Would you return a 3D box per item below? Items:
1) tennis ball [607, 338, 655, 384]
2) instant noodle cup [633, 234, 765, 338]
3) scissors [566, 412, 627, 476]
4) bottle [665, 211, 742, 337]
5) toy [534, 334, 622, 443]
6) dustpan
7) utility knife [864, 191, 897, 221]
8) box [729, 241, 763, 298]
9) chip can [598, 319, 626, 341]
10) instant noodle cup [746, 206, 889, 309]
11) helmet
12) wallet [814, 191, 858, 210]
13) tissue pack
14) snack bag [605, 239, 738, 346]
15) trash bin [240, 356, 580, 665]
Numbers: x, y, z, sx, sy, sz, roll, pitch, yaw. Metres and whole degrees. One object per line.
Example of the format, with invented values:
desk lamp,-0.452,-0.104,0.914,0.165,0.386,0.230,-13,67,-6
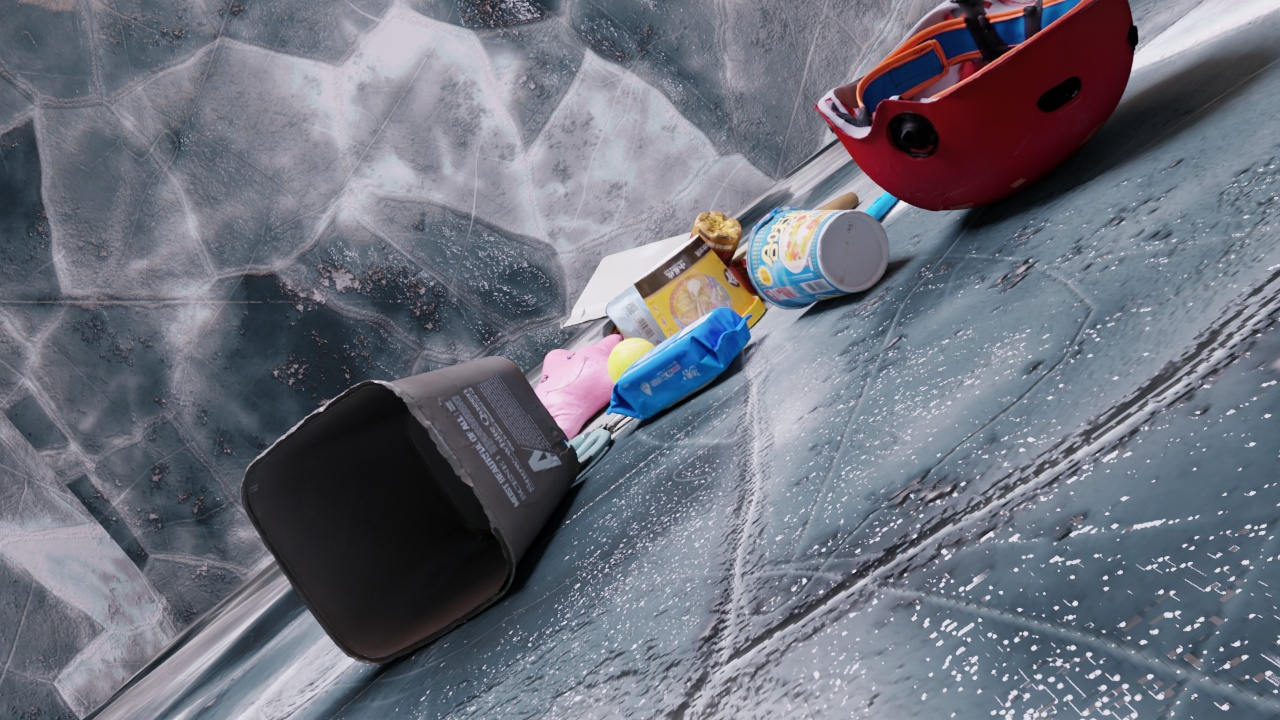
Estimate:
tennis ball,-0.006,0.006,1.080,0.065,0.065,0.065,-37,7,5
instant noodle cup,0.062,-0.070,1.038,0.118,0.114,0.118,-37,6,4
scissors,-0.072,0.102,0.975,0.170,0.019,0.179,-35,6,12
bottle,0.072,-0.095,1.123,0.057,0.057,0.175,-45,-21,-49
toy,-0.094,0.036,1.196,0.194,0.074,0.178,-37,35,-5
dustpan,0.028,-0.089,1.398,0.223,0.143,0.257,-14,32,19
utility knife,0.295,-0.193,1.092,0.034,0.018,0.178,-31,8,46
box,0.159,-0.129,1.098,0.091,0.077,0.168,-38,7,-2
chip can,-0.005,-0.036,1.336,0.071,0.071,0.215,-39,8,-12
instant noodle cup,0.162,-0.094,0.822,0.099,0.099,0.110,-39,15,-13
helmet,0.277,-0.198,0.716,0.206,0.144,0.240,-40,21,-16
wallet,0.244,-0.190,1.272,0.090,0.033,0.115,-26,12,48
tissue pack,0.039,0.006,0.911,0.158,0.052,0.094,-32,6,35
snack bag,0.056,-0.085,1.196,0.191,0.110,0.039,-38,13,2
trash bin,-0.176,0.107,0.803,0.199,0.199,0.219,-33,1,22
